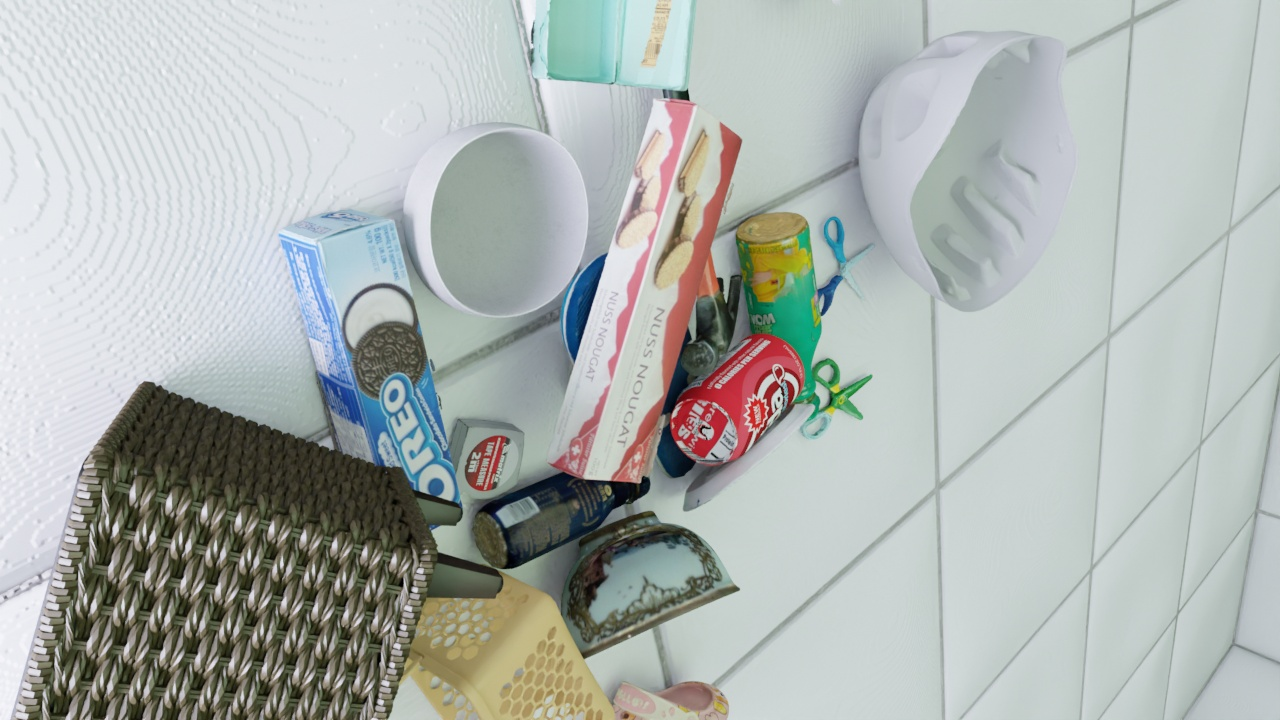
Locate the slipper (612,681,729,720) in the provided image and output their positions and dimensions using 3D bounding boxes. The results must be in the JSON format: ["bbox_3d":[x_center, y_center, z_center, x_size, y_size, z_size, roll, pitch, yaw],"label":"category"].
[{"bbox_3d":[0.007,0.351,0.890,0.196,0.093,0.081,-16,104,-39],"label":"slipper"}]

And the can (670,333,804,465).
[{"bbox_3d":[0.088,0.032,0.815,0.142,0.074,0.074,-37,128,-49],"label":"can"}]

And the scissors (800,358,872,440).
[{"bbox_3d":[0.218,0.050,1.027,0.127,0.012,0.121,36,81,-42],"label":"scissors"}]

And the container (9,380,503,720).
[{"bbox_3d":[-0.225,0.203,0.517,0.204,0.176,0.321,16,94,-23],"label":"container"}]

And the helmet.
[{"bbox_3d":[0.334,-0.186,0.922,0.224,0.184,0.282,-40,115,-7],"label":"helmet"}]

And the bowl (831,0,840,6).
[{"bbox_3d":[0.147,-0.387,0.746,0.177,0.071,0.177,13,88,-84],"label":"bowl"}]

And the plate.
[{"bbox_3d":[0.097,0.086,0.854,0.156,0.157,0.014,-38,87,-27],"label":"plate"}]

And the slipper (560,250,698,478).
[{"bbox_3d":[-0.005,0.005,0.778,0.118,0.060,0.295,-57,147,-19],"label":"slipper"}]

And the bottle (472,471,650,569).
[{"bbox_3d":[-0.061,0.121,0.764,0.160,0.056,0.056,-18,116,-39],"label":"bottle"}]

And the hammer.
[{"bbox_3d":[0.038,-0.165,0.746,0.132,0.033,0.333,-51,134,-61],"label":"hammer"}]

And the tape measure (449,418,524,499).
[{"bbox_3d":[-0.123,0.077,0.717,0.062,0.020,0.060,7,105,-43],"label":"tape measure"}]

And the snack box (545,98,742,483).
[{"bbox_3d":[0.007,-0.045,0.668,0.076,0.044,0.273,15,92,-56],"label":"snack box"}]

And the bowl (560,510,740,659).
[{"bbox_3d":[-0.004,0.188,0.801,0.159,0.160,0.094,-10,69,-40],"label":"bowl"}]

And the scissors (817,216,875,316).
[{"bbox_3d":[0.210,-0.091,0.971,0.127,0.014,0.129,41,72,-47],"label":"scissors"}]

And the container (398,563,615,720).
[{"bbox_3d":[-0.125,0.275,0.709,0.166,0.129,0.183,-44,128,-32],"label":"container"}]

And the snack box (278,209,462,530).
[{"bbox_3d":[-0.178,0.014,0.619,0.059,0.059,0.227,-27,121,-38],"label":"snack box"}]

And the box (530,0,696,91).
[{"bbox_3d":[-0.016,-0.289,0.645,0.078,0.110,0.187,-21,122,-56],"label":"box"}]

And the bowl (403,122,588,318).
[{"bbox_3d":[-0.106,-0.099,0.639,0.131,0.064,0.132,-16,115,-38],"label":"bowl"}]

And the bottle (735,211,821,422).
[{"bbox_3d":[0.140,-0.035,0.886,0.068,0.068,0.210,-33,125,-30],"label":"bottle"}]
